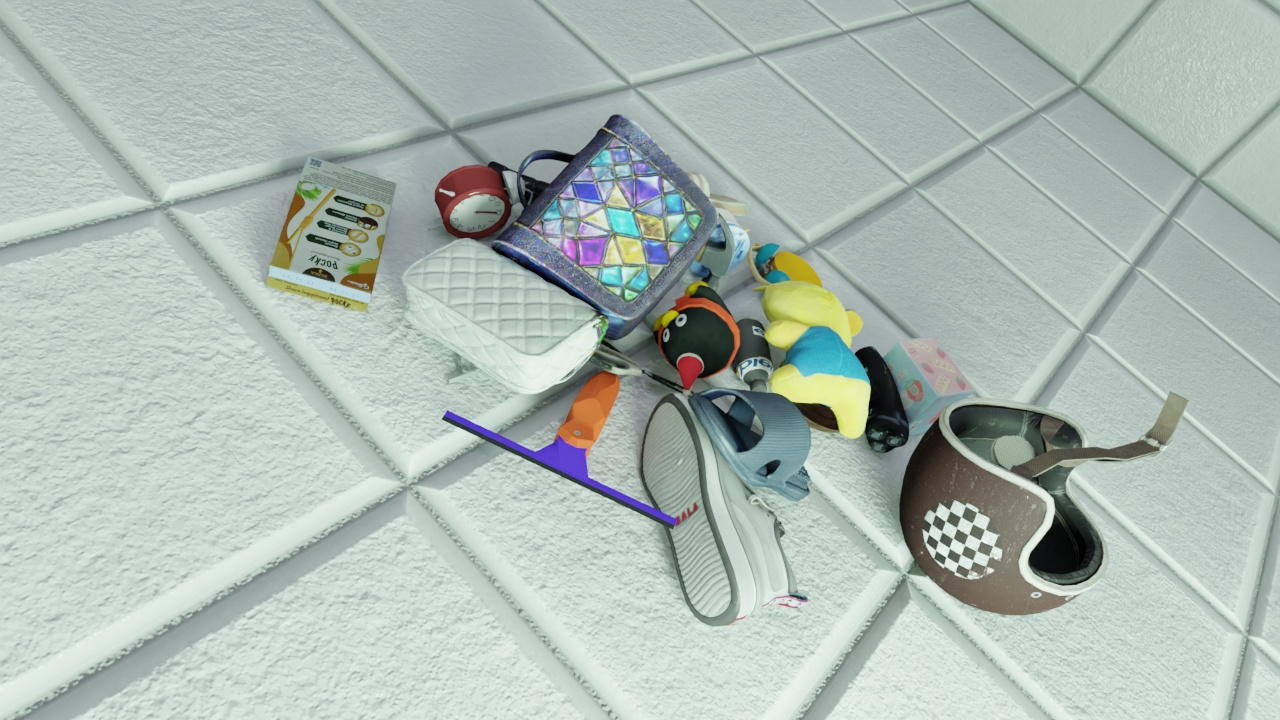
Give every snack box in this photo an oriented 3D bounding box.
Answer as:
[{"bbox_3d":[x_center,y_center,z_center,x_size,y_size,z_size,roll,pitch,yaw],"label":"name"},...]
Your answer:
[{"bbox_3d":[0.362,0.034,1.207,0.079,0.093,0.094,-6,54,-35],"label":"snack box"},{"bbox_3d":[-0.331,-0.140,0.997,0.101,0.032,0.185,15,45,-19],"label":"snack box"}]

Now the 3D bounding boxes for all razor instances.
[{"bbox_3d":[0.300,0.047,1.170,0.063,0.053,0.140,14,55,-45],"label":"razor"}]

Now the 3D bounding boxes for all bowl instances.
[{"bbox_3d":[0.218,0.049,1.151,0.119,0.032,0.119,17,44,-17],"label":"bowl"}]

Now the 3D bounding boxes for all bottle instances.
[{"bbox_3d":[0.139,-0.004,1.143,0.047,0.047,0.112,14,45,-20],"label":"bottle"}]

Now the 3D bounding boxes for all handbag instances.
[{"bbox_3d":[-0.049,-0.156,1.052,0.222,0.126,0.204,40,76,0],"label":"handbag"},{"bbox_3d":[-0.147,-0.048,0.968,0.195,0.073,0.138,32,42,18],"label":"handbag"}]

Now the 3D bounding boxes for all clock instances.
[{"bbox_3d":[-0.188,-0.186,1.087,0.124,0.087,0.044,-4,54,-30],"label":"clock"},{"bbox_3d":[0.085,-0.161,1.228,0.125,0.089,0.052,6,43,-29],"label":"clock"},{"bbox_3d":[0.206,-0.119,1.299,0.129,0.044,0.099,17,43,-27],"label":"clock"}]

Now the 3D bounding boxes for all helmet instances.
[{"bbox_3d":[0.413,0.148,1.007,0.234,0.254,0.232,23,30,27],"label":"helmet"}]

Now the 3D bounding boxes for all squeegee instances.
[{"bbox_3d":[-0.054,0.057,0.961,0.249,0.055,0.184,25,30,2],"label":"squeegee"}]

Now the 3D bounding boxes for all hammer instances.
[{"bbox_3d":[-0.037,-0.179,1.164,0.333,0.118,0.025,18,40,-9],"label":"hammer"}]

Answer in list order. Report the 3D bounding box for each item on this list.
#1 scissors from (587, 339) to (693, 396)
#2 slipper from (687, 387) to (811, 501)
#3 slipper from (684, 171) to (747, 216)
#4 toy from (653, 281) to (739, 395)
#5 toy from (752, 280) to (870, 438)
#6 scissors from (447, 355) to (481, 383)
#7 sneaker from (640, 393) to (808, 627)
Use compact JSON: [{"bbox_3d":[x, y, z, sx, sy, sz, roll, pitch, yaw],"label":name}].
[{"bbox_3d":[-0.006,0.012,1.043,0.163,0.013,0.153,35,14,16],"label":"scissors"},{"bbox_3d":[0.133,0.076,0.948,0.101,0.082,0.263,54,11,32],"label":"slipper"},{"bbox_3d":[0.047,-0.237,1.257,0.262,0.052,0.115,2,14,-45],"label":"slipper"},{"bbox_3d":[0.066,-0.024,1.073,0.099,0.098,0.119,42,22,-7],"label":"toy"},{"bbox_3d":[0.217,-0.022,1.129,0.149,0.084,0.213,26,39,-21],"label":"toy"},{"bbox_3d":[-0.163,-0.025,1.005,0.164,0.014,0.141,-26,67,-42],"label":"scissors"},{"bbox_3d":[0.086,0.145,0.945,0.128,0.097,0.262,13,43,-38],"label":"sneaker"}]
